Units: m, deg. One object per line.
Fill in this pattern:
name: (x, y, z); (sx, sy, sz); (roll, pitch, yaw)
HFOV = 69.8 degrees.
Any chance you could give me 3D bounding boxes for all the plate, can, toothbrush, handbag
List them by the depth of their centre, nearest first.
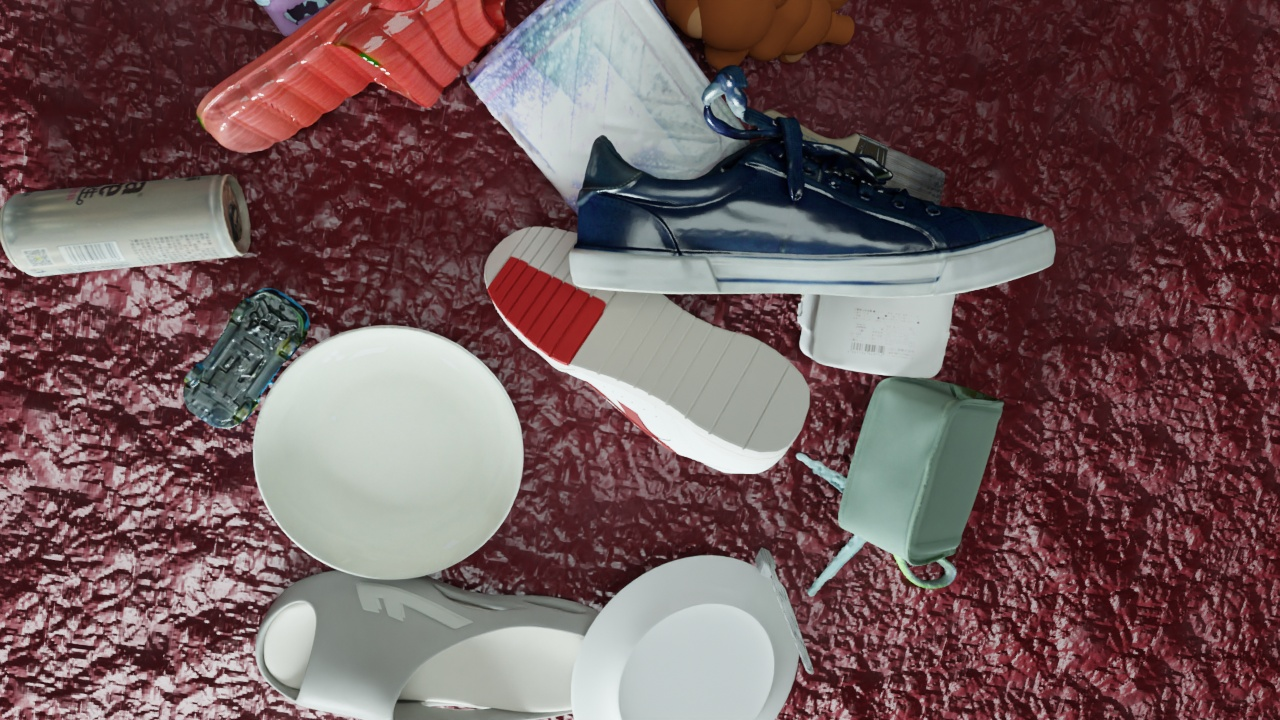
can: (-0.329, -0.087, 0.591); (0.135, 0.054, 0.054); (-7, 102, -5)
handbag: (-0.018, -0.165, 0.610); (0.127, 0.069, 0.158); (-36, 103, 14)
toothbrush: (0.096, 0.169, 0.627); (0.010, 0.181, 0.010); (24, 100, -6)
plate: (-0.174, 0.063, 0.648); (0.182, 0.034, 0.182); (-1, 101, -7)
handbag: (0.201, 0.077, 0.658); (0.106, 0.067, 0.122); (5, 102, -44)
plate: (0.041, 0.240, 0.697); (0.188, 0.016, 0.189); (-4, 103, -19)

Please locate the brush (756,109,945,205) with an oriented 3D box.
brush: (0.152, -0.143, 0.659); (0.151, 0.012, 0.039); (20, 98, -9)

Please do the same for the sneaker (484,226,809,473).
sneaker: (-0.003, 0.003, 0.634); (0.236, 0.104, 0.090); (28, 65, 9)

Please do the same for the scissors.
scissors: (0.187, 0.118, 0.715); (0.171, 0.021, 0.172); (38, 99, -15)

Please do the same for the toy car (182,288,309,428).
toy car: (-0.268, -0.002, 0.625); (0.048, 0.032, 0.105); (36, 100, -13)

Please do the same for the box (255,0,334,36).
box: (-0.140, -0.272, 0.559); (0.214, 0.078, 0.065); (-30, 132, 0)

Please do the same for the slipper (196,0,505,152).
slipper: (-0.153, -0.188, 0.568); (0.249, 0.103, 0.059); (-30, 89, 7)

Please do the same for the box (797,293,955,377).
box: (0.164, -0.047, 0.669); (0.102, 0.091, 0.107); (7, 94, -2)

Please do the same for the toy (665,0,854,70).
toy: (0.085, -0.232, 0.599); (0.127, 0.095, 0.065); (-4, 64, -33)

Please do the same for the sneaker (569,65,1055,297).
sneaker: (0.106, -0.101, 0.551); (0.294, 0.120, 0.127); (2, 100, -2)

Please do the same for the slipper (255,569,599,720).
slipper: (-0.144, 0.221, 0.660); (0.265, 0.080, 0.113); (9, 103, -9)
